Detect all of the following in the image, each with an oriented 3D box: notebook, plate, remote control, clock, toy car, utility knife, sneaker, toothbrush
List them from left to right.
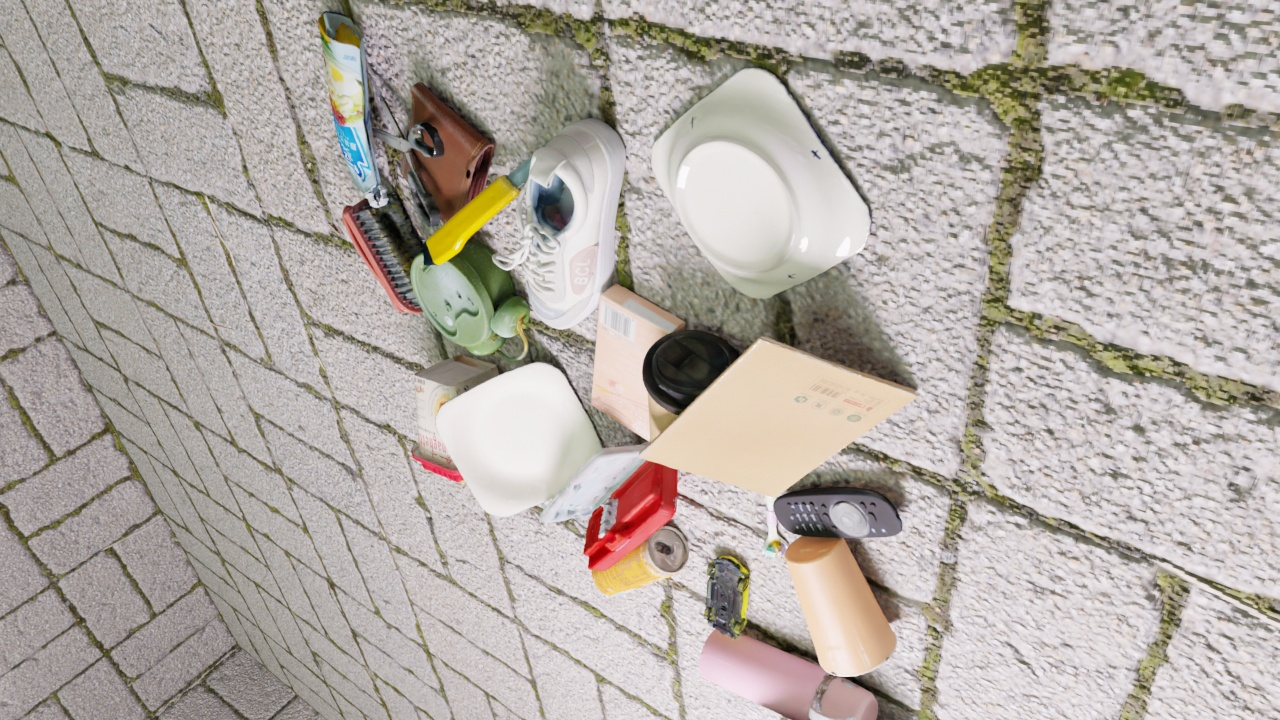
[{"bbox_3d":[-0.182,-0.064,1.007,0.161,0.056,0.116,53,143,-5],"label":"clock"},{"bbox_3d":[-0.146,-0.150,0.890,0.224,0.015,0.033,-30,79,36],"label":"utility knife"},{"bbox_3d":[-0.135,0.088,1.055,0.164,0.034,0.164,-23,109,6],"label":"plate"},{"bbox_3d":[-0.079,-0.103,0.842,0.089,0.090,0.243,38,142,17],"label":"sneaker"},{"bbox_3d":[0.100,0.262,1.027,0.048,0.032,0.105,20,123,34],"label":"toy car"},{"bbox_3d":[0.080,-0.124,0.711,0.163,0.034,0.165,54,144,-6],"label":"plate"},{"bbox_3d":[0.109,0.056,0.778,0.147,0.008,0.208,18,143,-19],"label":"notebook"},{"bbox_3d":[0.127,0.120,0.888,0.020,0.029,0.190,-110,10,-56],"label":"toothbrush"},{"bbox_3d":[0.181,0.138,0.843,0.137,0.024,0.053,-11,112,48],"label":"remote control"}]

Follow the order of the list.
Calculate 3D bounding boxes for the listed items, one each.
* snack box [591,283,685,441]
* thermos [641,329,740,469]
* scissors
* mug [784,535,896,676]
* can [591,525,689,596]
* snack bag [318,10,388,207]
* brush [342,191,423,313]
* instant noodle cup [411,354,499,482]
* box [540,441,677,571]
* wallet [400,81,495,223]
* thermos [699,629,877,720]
[{"bbox_3d":[-0.005,0.005,0.914,0.084,0.026,0.158,31,140,22],"label":"snack box"},{"bbox_3d":[0.044,0.040,0.850,0.093,0.092,0.143,34,148,20],"label":"thermos"},{"bbox_3d":[-0.238,-0.214,0.929,0.181,0.014,0.159,16,120,54],"label":"scissors"},{"bbox_3d":[0.187,0.227,0.878,0.078,0.078,0.123,-9,109,49],"label":"mug"},{"bbox_3d":[-0.003,0.239,1.088,0.058,0.058,0.146,50,143,-1],"label":"can"},{"bbox_3d":[-0.301,-0.256,0.963,0.110,0.038,0.191,41,143,33],"label":"snack bag"},{"bbox_3d":[-0.288,-0.119,1.062,0.069,0.063,0.146,-7,119,35],"label":"brush"},{"bbox_3d":[-0.217,0.067,1.119,0.116,0.116,0.124,13,119,38],"label":"instant noodle cup"},{"bbox_3d":[-0.044,0.158,1.021,0.100,0.095,0.202,17,145,-18],"label":"box"},{"bbox_3d":[-0.200,-0.204,0.927,0.101,0.032,0.125,44,142,12],"label":"wallet"},{"bbox_3d":[0.156,0.360,1.012,0.199,0.087,0.067,14,94,40],"label":"thermos"}]
